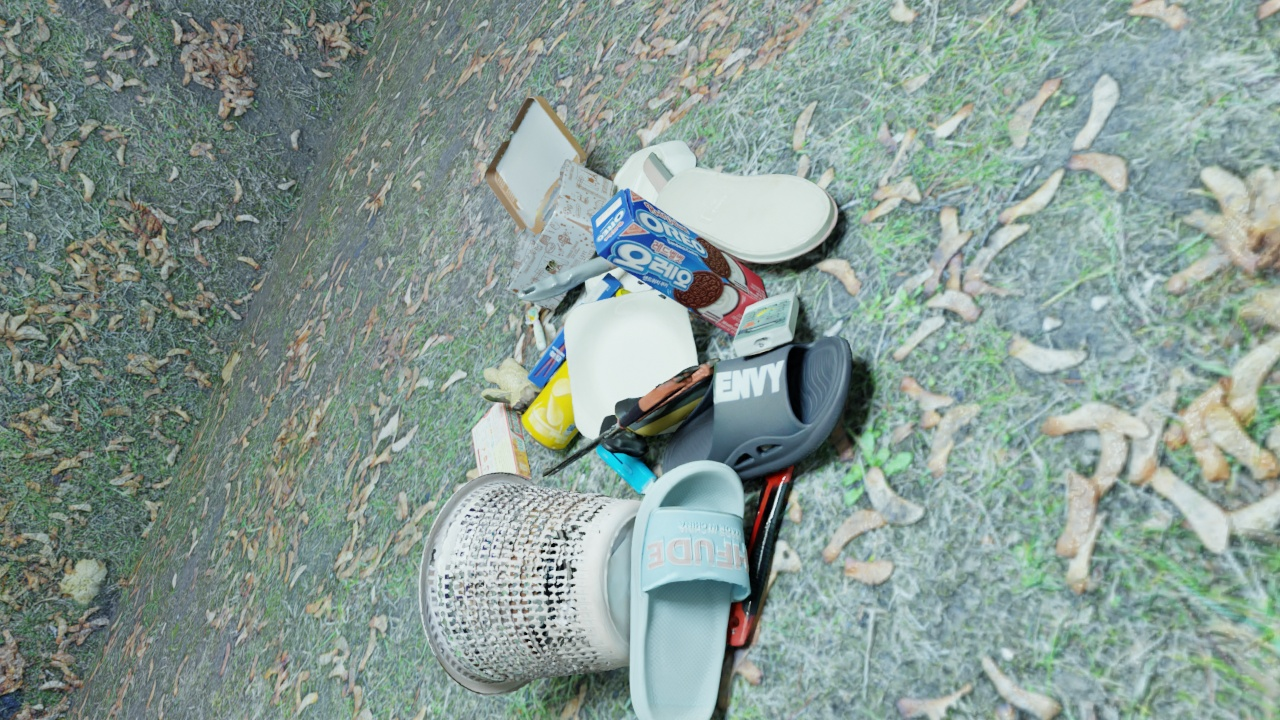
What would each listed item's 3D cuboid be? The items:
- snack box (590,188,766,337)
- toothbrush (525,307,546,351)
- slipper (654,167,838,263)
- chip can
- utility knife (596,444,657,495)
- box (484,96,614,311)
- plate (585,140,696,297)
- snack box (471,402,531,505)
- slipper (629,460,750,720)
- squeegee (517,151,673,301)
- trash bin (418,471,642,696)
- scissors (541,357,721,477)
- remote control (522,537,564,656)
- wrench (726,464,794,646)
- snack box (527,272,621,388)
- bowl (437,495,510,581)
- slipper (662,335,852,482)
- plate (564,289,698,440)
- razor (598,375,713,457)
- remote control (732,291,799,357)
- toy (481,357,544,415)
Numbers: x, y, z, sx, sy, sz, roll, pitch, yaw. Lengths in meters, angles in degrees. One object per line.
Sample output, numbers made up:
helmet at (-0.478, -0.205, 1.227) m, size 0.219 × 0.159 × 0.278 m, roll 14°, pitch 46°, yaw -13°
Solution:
snack box at (0.044, -0.098, 0.954) m, size 0.058 × 0.207 × 0.057 m, roll -39°, pitch 40°, yaw 30°
toothbrush at (-0.145, -0.042, 1.283) m, size 0.029 × 0.020 × 0.189 m, roll -57°, pitch 17°, yaw 8°
slipper at (0.116, -0.162, 1.036) m, size 0.275 × 0.054 × 0.114 m, roll 23°, pitch 78°, yaw 50°
chip can at (-0.060, 0.014, 1.135) m, size 0.214 × 0.072 × 0.072 m, roll -51°, pitch 36°, yaw 17°
utility knife at (-0.004, 0.125, 1.011) m, size 0.034 × 0.018 × 0.216 m, roll -62°, pitch 28°, yaw 4°
box at (-0.132, -0.223, 1.310) m, size 0.179 × 0.124 × 0.273 m, roll -49°, pitch 49°, yaw 41°
plate at (-0.010, -0.186, 1.239) m, size 0.162 × 0.034 × 0.265 m, roll -2°, pitch 65°, yaw 52°
snack box at (-0.194, 0.128, 1.269) m, size 0.077 × 0.027 × 0.155 m, roll -46°, pitch 37°, yaw 21°
slipper at (0.045, 0.206, 0.811) m, size 0.074 × 0.104 × 0.245 m, roll 149°, pitch 132°, yaw -63°
squeegee at (-0.037, -0.129, 1.141) m, size 0.249 × 0.040 × 0.247 m, roll -28°, pitch 50°, yaw -4°
trash bin at (-0.071, 0.218, 0.906) m, size 0.193 × 0.227 × 0.227 m, roll -10°, pitch 59°, yaw 35°
scissors at (-0.017, 0.062, 0.929) m, size 0.015 × 0.205 × 0.197 m, roll 58°, pitch 159°, yaw 9°
remote control at (-0.106, 0.273, 1.057) m, size 0.053 × 0.024 × 0.136 m, roll -17°, pitch 55°, yaw 46°
wrench at (0.126, 0.132, 0.859) m, size 0.056 × 0.016 × 0.273 m, roll 1°, pitch 68°, yaw 58°
snack box at (-0.086, -0.037, 1.183) m, size 0.158 × 0.026 × 0.084 m, roll -50°, pitch 3°, yaw 38°
bowl at (-0.211, 0.231, 1.182) m, size 0.117 × 0.066 × 0.116 m, roll -27°, pitch 50°, yaw 37°
slipper at (0.089, 0.057, 0.881) m, size 0.269 × 0.083 × 0.110 m, roll -37°, pitch 38°, yaw 43°
plate at (-0.006, 0.006, 1.049) m, size 0.164 × 0.034 × 0.164 m, roll -9°, pitch 87°, yaw 26°
razor at (0.033, 0.053, 0.989) m, size 0.168 × 0.067 × 0.062 m, roll -27°, pitch 19°, yaw 17°
remote control at (0.125, -0.038, 0.902) m, size 0.056 × 0.019 × 0.134 m, roll -18°, pitch 14°, yaw 18°
toy at (-0.173, 0.036, 1.280) m, size 0.105 × 0.066 × 0.157 m, roll -22°, pitch 27°, yaw -21°
